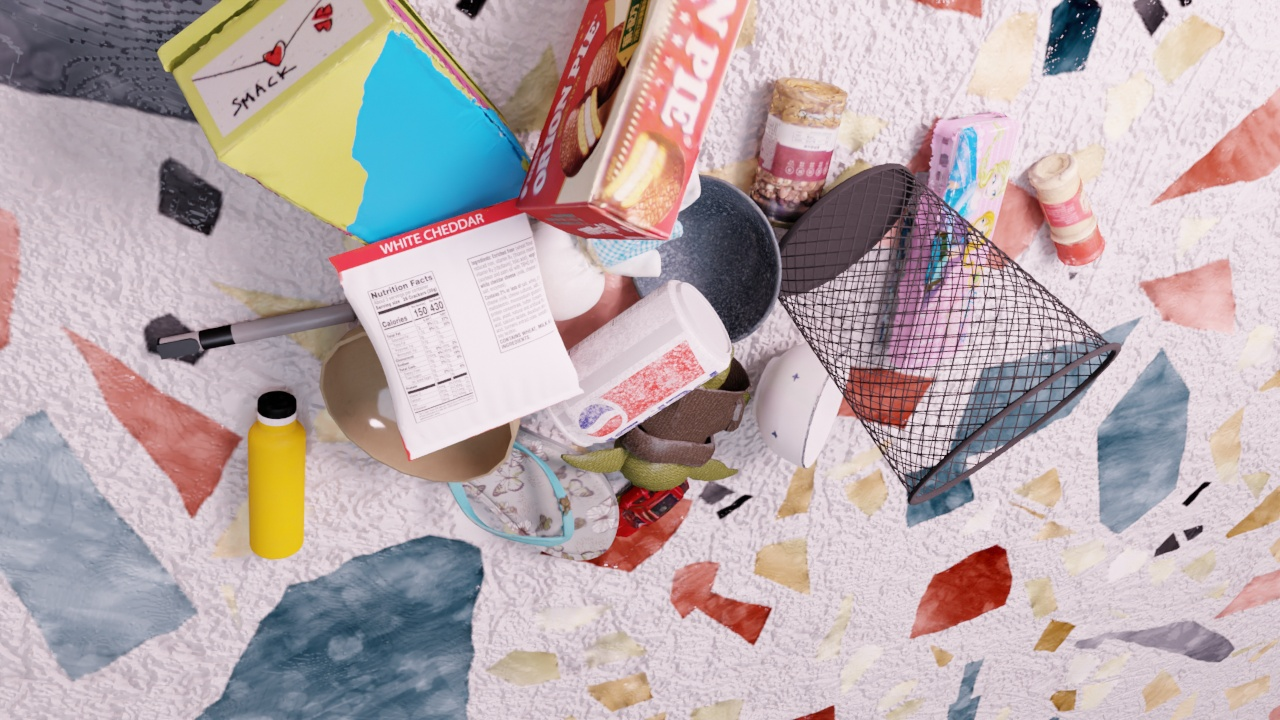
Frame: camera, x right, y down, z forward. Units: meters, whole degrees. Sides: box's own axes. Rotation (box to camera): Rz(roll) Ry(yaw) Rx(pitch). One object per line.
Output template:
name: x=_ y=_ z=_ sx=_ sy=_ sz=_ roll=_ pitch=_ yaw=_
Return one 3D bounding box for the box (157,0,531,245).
box: x=-0.155 y=-0.140 z=0.555 sx=0.124 sy=0.081 sz=0.221 roll=-35 pitch=165 yaw=7

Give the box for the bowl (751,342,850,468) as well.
bowl: x=0.140 y=0.034 z=0.825 sx=0.113 sy=0.063 sz=0.114 roll=-50 pitch=151 yaw=-42

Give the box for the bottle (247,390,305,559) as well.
bottle: x=-0.293 y=0.092 z=0.739 sx=0.043 sy=0.043 sz=0.144 roll=1 pitch=120 yaw=-20

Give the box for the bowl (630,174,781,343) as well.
bowl: x=0.061 y=-0.084 z=0.729 sx=0.057 sy=0.137 sz=0.137 roll=-31 pitch=139 yaw=-50

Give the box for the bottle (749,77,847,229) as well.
bottle: x=0.121 y=-0.161 z=0.714 sx=0.056 sy=0.056 sz=0.105 roll=-1 pitch=121 yaw=-18

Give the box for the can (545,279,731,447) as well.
can: x=-0.004 y=0.004 z=0.701 sx=0.136 sy=0.078 sz=0.078 roll=-34 pitch=127 yaw=20

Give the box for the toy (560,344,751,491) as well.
toy: x=0.030 y=0.046 z=0.799 sx=0.179 sy=0.078 sz=0.153 roll=8 pitch=124 yaw=-29

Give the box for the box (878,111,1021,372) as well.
box: x=0.269 y=-0.104 z=0.816 sx=0.084 sy=0.053 sz=0.231 roll=-16 pitch=126 yaw=-30

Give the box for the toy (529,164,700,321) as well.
toy: x=-0.045 y=-0.088 z=0.679 sx=0.205 sy=0.105 sz=0.131 roll=-42 pitch=113 yaw=1

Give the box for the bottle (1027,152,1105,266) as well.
bottle: x=0.386 y=-0.135 z=0.830 sx=0.044 sy=0.044 sz=0.109 roll=-36 pitch=125 yaw=5

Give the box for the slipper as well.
slipper: x=-0.113 y=0.100 z=0.791 sx=0.098 sy=0.054 sz=0.268 roll=-45 pitch=118 yaw=10

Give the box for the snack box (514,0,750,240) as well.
snack box: x=0.004 y=-0.193 z=0.568 sx=0.060 sy=0.113 sz=0.236 roll=21 pitch=87 yaw=-29

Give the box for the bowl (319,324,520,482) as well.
bowl: x=-0.160 y=0.023 z=0.696 sx=0.152 sy=0.050 sz=0.153 roll=8 pitch=131 yaw=9

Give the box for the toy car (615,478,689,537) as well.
toy car: x=0.005 y=0.135 z=0.875 sx=0.091 sy=0.036 sz=0.042 roll=-37 pitch=124 yaw=14

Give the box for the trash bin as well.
trash bin: x=0.216 y=-0.028 z=0.709 sx=0.184 sy=0.210 sz=0.184 roll=-29 pitch=156 yaw=-14

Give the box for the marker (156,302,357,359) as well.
marker: x=-0.284 y=-0.023 z=0.686 sx=0.140 sy=0.016 sz=0.016 roll=-12 pitch=124 yaw=-12

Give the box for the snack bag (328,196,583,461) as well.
snack bag: x=-0.115 y=-0.020 z=0.606 sx=0.130 sy=0.039 sz=0.144 roll=-21 pitch=109 yaw=-16
